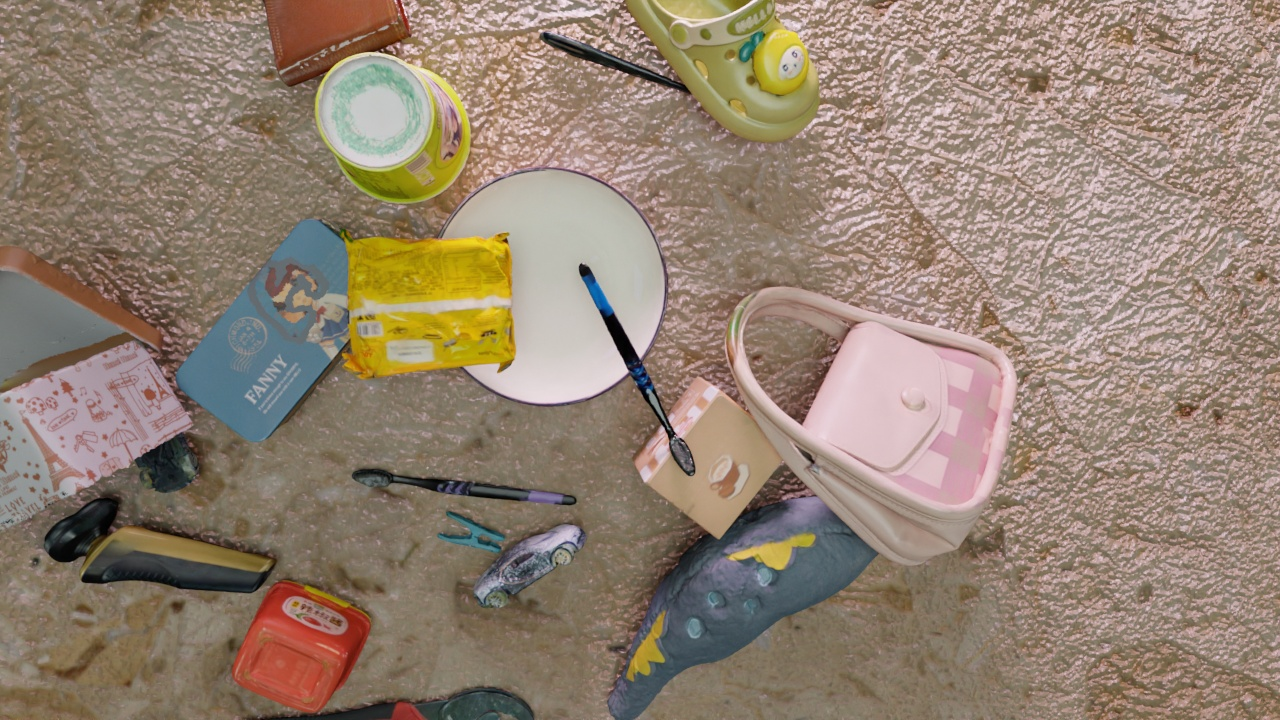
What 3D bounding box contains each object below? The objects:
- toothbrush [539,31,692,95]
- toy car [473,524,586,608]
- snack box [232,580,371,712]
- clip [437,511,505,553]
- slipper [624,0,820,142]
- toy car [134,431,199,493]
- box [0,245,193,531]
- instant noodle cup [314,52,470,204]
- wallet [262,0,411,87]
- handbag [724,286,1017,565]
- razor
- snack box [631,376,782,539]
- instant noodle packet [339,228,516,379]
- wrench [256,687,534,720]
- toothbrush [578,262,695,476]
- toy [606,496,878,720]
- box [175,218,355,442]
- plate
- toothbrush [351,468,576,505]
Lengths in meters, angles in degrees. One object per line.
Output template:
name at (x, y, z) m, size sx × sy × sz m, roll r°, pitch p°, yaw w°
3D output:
toothbrush at (0.003, -0.232, 0.749) m, size 0.181 × 0.016 × 0.018 m, roll 20°, pitch 65°, yaw -7°
toy car at (-0.094, 0.168, 0.767) m, size 0.105 × 0.049 × 0.031 m, roll -32°, pitch 100°, yaw -3°
snack box at (-0.275, 0.234, 0.739) m, size 0.091 × 0.080 × 0.082 m, roll 26°, pitch 93°, yaw -9°
clip at (-0.143, 0.148, 0.778) m, size 0.056 × 0.014 × 0.040 m, roll 22°, pitch 94°, yaw -6°
slipper at (0.068, -0.255, 0.716) m, size 0.190 × 0.082 × 0.091 m, roll 43°, pitch 73°, yaw -5°
toy car at (-0.386, 0.062, 0.732) m, size 0.043 × 0.034 × 0.090 m, roll -24°, pitch 99°, yaw -6°
box at (-0.448, 0.017, 0.641) m, size 0.183 × 0.152 × 0.178 m, roll -24°, pitch 104°, yaw 15°
instant noodle cup at (-0.187, -0.176, 0.681) m, size 0.111 × 0.123 × 0.112 m, roll -1°, pitch 96°, yaw -6°
wallet at (-0.230, -0.269, 0.686) m, size 0.101 × 0.032 × 0.124 m, roll -19°, pitch 65°, yaw -1°
handbag at (0.170, 0.028, 0.725) m, size 0.234 × 0.094 × 0.192 m, roll 32°, pitch 49°, yaw 3°
razor at (-0.381, 0.154, 0.738) m, size 0.167 × 0.062 × 0.067 m, roll 14°, pitch 63°, yaw -13°
snack box at (0.055, 0.076, 0.750) m, size 0.077 × 0.094 × 0.093 m, roll 39°, pitch 91°, yaw -9°
instant noodle packet at (-0.160, -0.043, 0.688) m, size 0.128 × 0.044 × 0.111 m, roll -3°, pitch 91°, yaw -23°
wrench at (-0.228, 0.315, 0.786) m, size 0.273 × 0.016 × 0.056 m, roll -2°, pitch 96°, yaw -6°
toothbrush at (-0.004, 0.004, 0.704) m, size 0.014 × 0.016 × 0.189 m, roll -29°, pitch 77°, yaw 5°
toy at (0.105, 0.183, 0.759) m, size 0.356 × 0.091 × 0.138 m, roll -30°, pitch 128°, yaw 3°
box at (-0.277, -0.021, 0.722) m, size 0.090 × 0.061 × 0.184 m, roll 38°, pitch 90°, yaw -8°
plate at (-0.075, -0.059, 0.749) m, size 0.192 × 0.039 × 0.192 m, roll -1°, pitch 96°, yaw -6°
toothbrush at (-0.147, 0.108, 0.772) m, size 0.189 × 0.017 × 0.014 m, roll 8°, pitch 95°, yaw -8°
